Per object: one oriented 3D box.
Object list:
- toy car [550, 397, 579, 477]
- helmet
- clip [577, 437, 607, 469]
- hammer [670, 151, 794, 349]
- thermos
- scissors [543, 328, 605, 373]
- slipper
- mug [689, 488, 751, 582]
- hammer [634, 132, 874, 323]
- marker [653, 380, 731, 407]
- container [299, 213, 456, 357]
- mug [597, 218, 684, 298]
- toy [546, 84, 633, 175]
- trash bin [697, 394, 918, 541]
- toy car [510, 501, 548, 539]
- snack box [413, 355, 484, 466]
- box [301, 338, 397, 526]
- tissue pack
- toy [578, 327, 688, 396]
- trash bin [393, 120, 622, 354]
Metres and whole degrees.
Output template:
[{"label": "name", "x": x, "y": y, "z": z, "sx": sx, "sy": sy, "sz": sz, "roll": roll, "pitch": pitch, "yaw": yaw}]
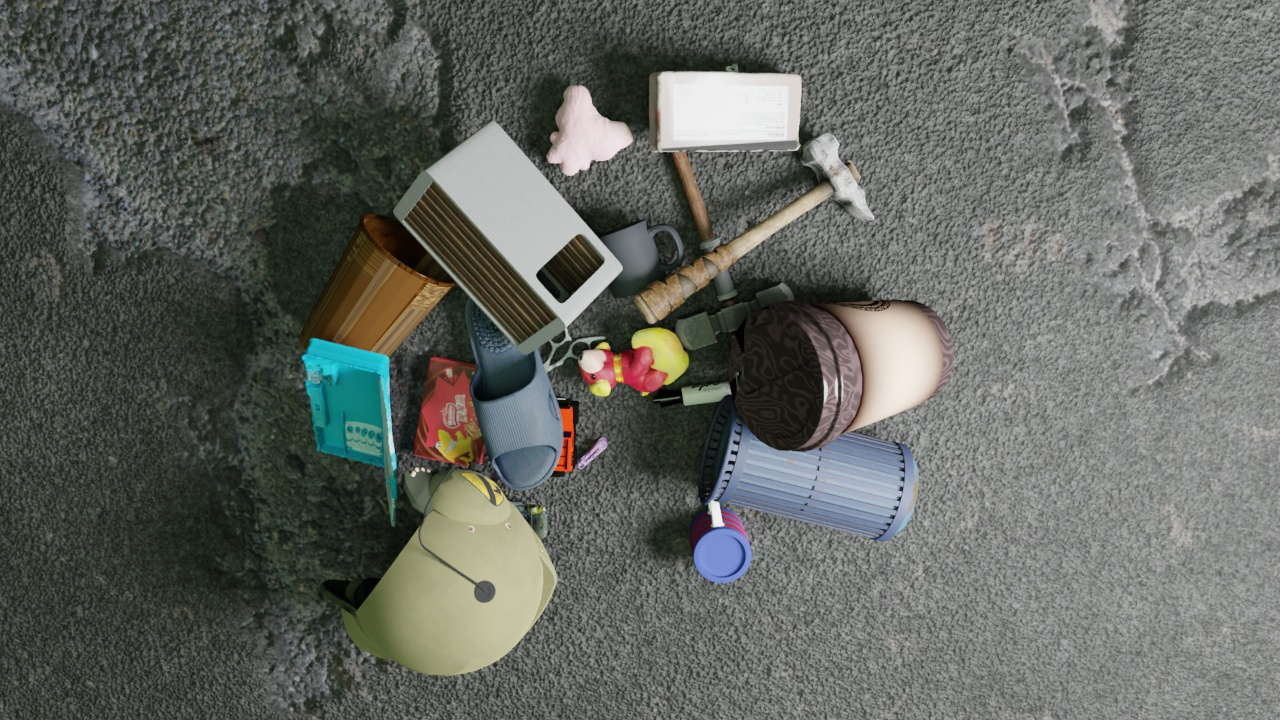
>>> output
[{"label": "toy car", "x": -0.106, "y": 0.099, "z": 1.185, "sx": 0.051, "sy": 0.048, "sz": 0.100, "roll": 3, "pitch": 102, "yaw": -2}, {"label": "helmet", "x": -0.223, "y": 0.253, "z": 1.093, "sx": 0.233, "sy": 0.255, "sz": 0.250, "roll": 36, "pitch": 99, "yaw": -6}, {"label": "clip", "x": -0.064, "y": 0.123, "z": 1.202, "sx": 0.053, "sy": 0.037, "sz": 0.013, "roll": -41, "pitch": 99, "yaw": 21}, {"label": "hammer", "x": 0.073, "y": -0.181, "z": 1.133, "sx": 0.156, "sy": 0.043, "sz": 0.322, "roll": -20, "pitch": 100, "yaw": 3}, {"label": "thermos", "x": 0.242, "y": 0.005, "z": 1.079, "sx": 0.225, "sy": 0.173, "sz": 0.173, "roll": -10, "pitch": 105, "yaw": -32}, {"label": "scissors", "x": -0.118, "y": 0.017, "z": 1.180, "sx": 0.090, "sy": 0.014, "sz": 0.171, "roll": 28, "pitch": 94, "yaw": -5}, {"label": "slipper", "x": -0.161, "y": 0.029, "z": 1.124, "sx": 0.101, "sy": 0.082, "sz": 0.263, "roll": -12, "pitch": 86, "yaw": 2}, {"label": "mug", "x": 0.101, "y": 0.224, "z": 1.202, "sx": 0.075, "sy": 0.076, "sz": 0.112, "roll": -8, "pitch": 103, "yaw": 1}, {"label": "hammer", "x": 0.132, "y": -0.144, "z": 1.099, "sx": 0.318, "sy": 0.049, "sz": 0.121, "roll": -34, "pitch": 100, "yaw": -8}, {"label": "marker", "x": 0.080, "y": 0.043, "z": 1.188, "sx": 0.126, "sy": 0.025, "sz": 0.025, "roll": -7, "pitch": 102, "yaw": 1}, {"label": "container", "x": -0.322, "y": -0.070, "z": 1.109, "sx": 0.132, "sy": 0.132, "sz": 0.167, "roll": 37, "pitch": 105, "yaw": -8}, {"label": "mug", "x": 0.002, "y": -0.129, "z": 1.118, "sx": 0.105, "sy": 0.071, "sz": 0.077, "roll": -15, "pitch": 103, "yaw": 23}, {"label": "toy", "x": -0.071, "y": -0.268, "z": 1.102, "sx": 0.099, "sy": 0.052, "sz": 0.096, "roll": 39, "pitch": 101, "yaw": -10}, {"label": "trash bin", "x": 0.212, "y": 0.140, "z": 1.156, "sx": 0.249, "sy": 0.139, "sz": 0.139, "roll": 14, "pitch": 102, "yaw": -6}, {"label": "toy car", "x": -0.170, "y": 0.209, "z": 1.213, "sx": 0.105, "sy": 0.033, "sz": 0.048, "roll": 4, "pitch": 99, "yaw": 14}, {"label": "snack box", "x": -0.239, "y": 0.067, "z": 1.190, "sx": 0.089, "sy": 0.021, "sz": 0.133, "roll": 12, "pitch": 102, "yaw": -4}, {"label": "box", "x": -0.324, "y": 0.080, "z": 1.099, "sx": 0.172, "sy": 0.228, "sz": 0.083, "roll": 40, "pitch": 56, "yaw": 14}, {"label": "tissue pack", "x": 0.098, "y": -0.300, "z": 1.090, "sx": 0.181, "sy": 0.071, "sz": 0.104, "roll": -5, "pitch": 104, "yaw": -12}, {"label": "toy", "x": -0.007, "y": 0.007, "z": 1.161, "sx": 0.137, "sy": 0.067, "sz": 0.106, "roll": -11, "pitch": 128, "yaw": 5}, {"label": "trash bin", "x": -0.154, "y": -0.140, "z": 1.073, "sx": 0.229, "sy": 0.115, "sz": 0.114, "roll": 48, "pitch": 55, "yaw": -10}]
